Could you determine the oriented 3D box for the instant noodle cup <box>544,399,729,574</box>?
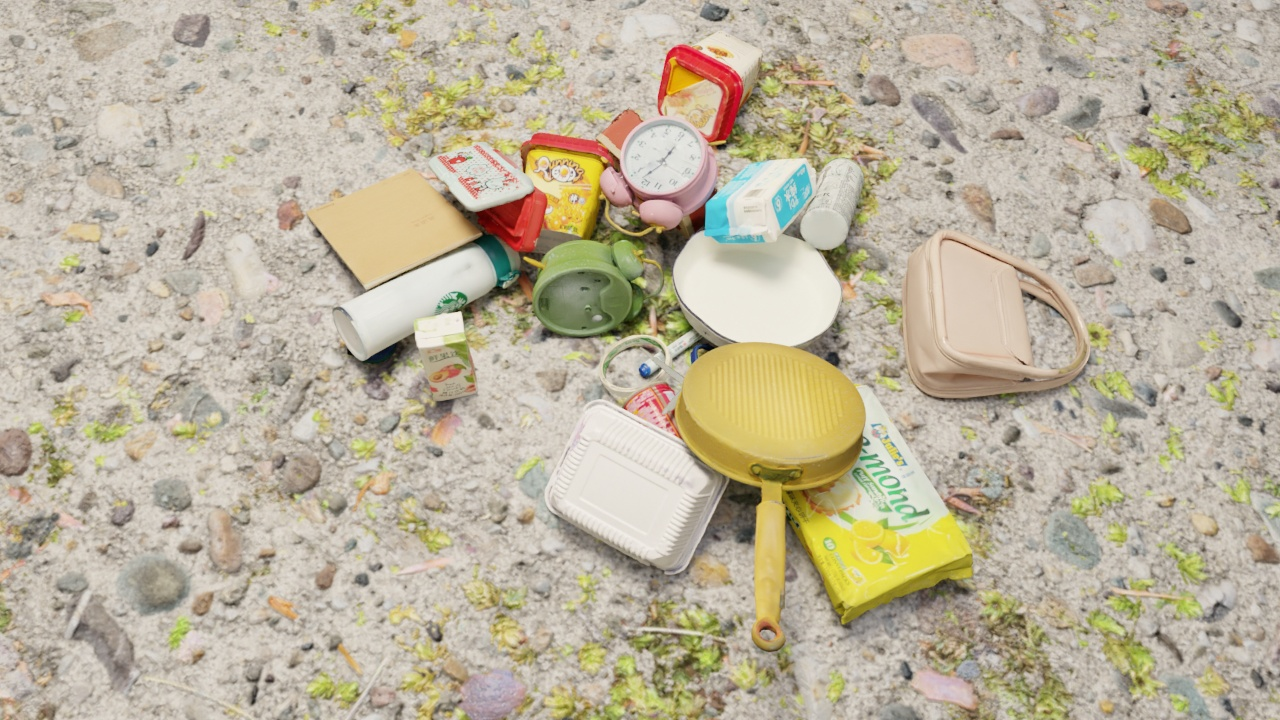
[{"bbox_3d":[-0.012,0.134,0.948,0.173,0.060,0.138,27,98,13],"label":"instant noodle cup"}]

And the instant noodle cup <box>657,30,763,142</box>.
[{"bbox_3d":[0.100,-0.380,1.251,0.117,0.117,0.123,31,52,13],"label":"instant noodle cup"}]

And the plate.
[{"bbox_3d":[0.137,-0.083,1.104,0.205,0.046,0.204,4,51,-5],"label":"plate"}]

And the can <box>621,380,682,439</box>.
[{"bbox_3d":[0.026,0.077,1.014,0.066,0.067,0.093,-23,66,-16],"label":"can"}]

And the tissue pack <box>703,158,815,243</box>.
[{"bbox_3d":[0.146,-0.190,1.108,0.090,0.063,0.139,4,39,40],"label":"tissue pack"}]

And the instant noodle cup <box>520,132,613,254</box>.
[{"bbox_3d":[-0.098,-0.200,1.139,0.116,0.116,0.123,10,73,1],"label":"instant noodle cup"}]

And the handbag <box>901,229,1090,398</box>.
[{"bbox_3d":[0.438,-0.045,1.109,0.234,0.094,0.193,9,60,-8],"label":"handbag"}]

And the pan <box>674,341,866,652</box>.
[{"bbox_3d":[0.127,0.114,0.900,0.198,0.078,0.356,7,38,1],"label":"pan"}]

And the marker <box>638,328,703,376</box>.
[{"bbox_3d":[0.057,-0.025,1.100,0.145,0.017,0.017,-35,69,-20],"label":"marker"}]

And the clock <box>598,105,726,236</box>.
[{"bbox_3d":[0.019,-0.216,1.085,0.117,0.060,0.158,34,87,16],"label":"clock"}]

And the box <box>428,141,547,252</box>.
[{"bbox_3d":[-0.190,-0.203,1.081,0.098,0.095,0.201,7,21,-31],"label":"box"}]

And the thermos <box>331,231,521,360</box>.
[{"bbox_3d":[-0.240,-0.079,1.069,0.223,0.073,0.073,-33,68,-30],"label":"thermos"}]

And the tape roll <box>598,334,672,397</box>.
[{"bbox_3d":[-0.006,0.006,1.064,0.086,0.014,0.085,-10,48,11],"label":"tape roll"}]

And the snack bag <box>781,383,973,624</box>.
[{"bbox_3d":[0.226,0.149,0.987,0.158,0.068,0.246,-20,63,-14],"label":"snack bag"}]

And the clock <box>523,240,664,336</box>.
[{"bbox_3d":[-0.052,-0.087,1.074,0.161,0.116,0.056,-5,51,-3],"label":"clock"}]

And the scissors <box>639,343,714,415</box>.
[{"bbox_3d":[0.066,0.034,1.029,0.162,0.012,0.173,50,33,-3],"label":"scissors"}]

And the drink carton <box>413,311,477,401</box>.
[{"bbox_3d":[-0.214,-0.005,1.012,0.053,0.123,0.045,-10,61,-9],"label":"drink carton"}]

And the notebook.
[{"bbox_3d":[-0.303,-0.166,1.115,0.149,0.012,0.211,-29,44,-20],"label":"notebook"}]

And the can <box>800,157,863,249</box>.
[{"bbox_3d":[0.245,-0.201,1.162,0.058,0.058,0.146,20,43,7],"label":"can"}]

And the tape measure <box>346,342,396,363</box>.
[{"bbox_3d":[-0.313,-0.022,1.070,0.058,0.025,0.054,-4,63,-18],"label":"tape measure"}]

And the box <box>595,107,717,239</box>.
[{"bbox_3d":[0.030,-0.243,1.170,0.077,0.091,0.168,-43,71,-2],"label":"box"}]
